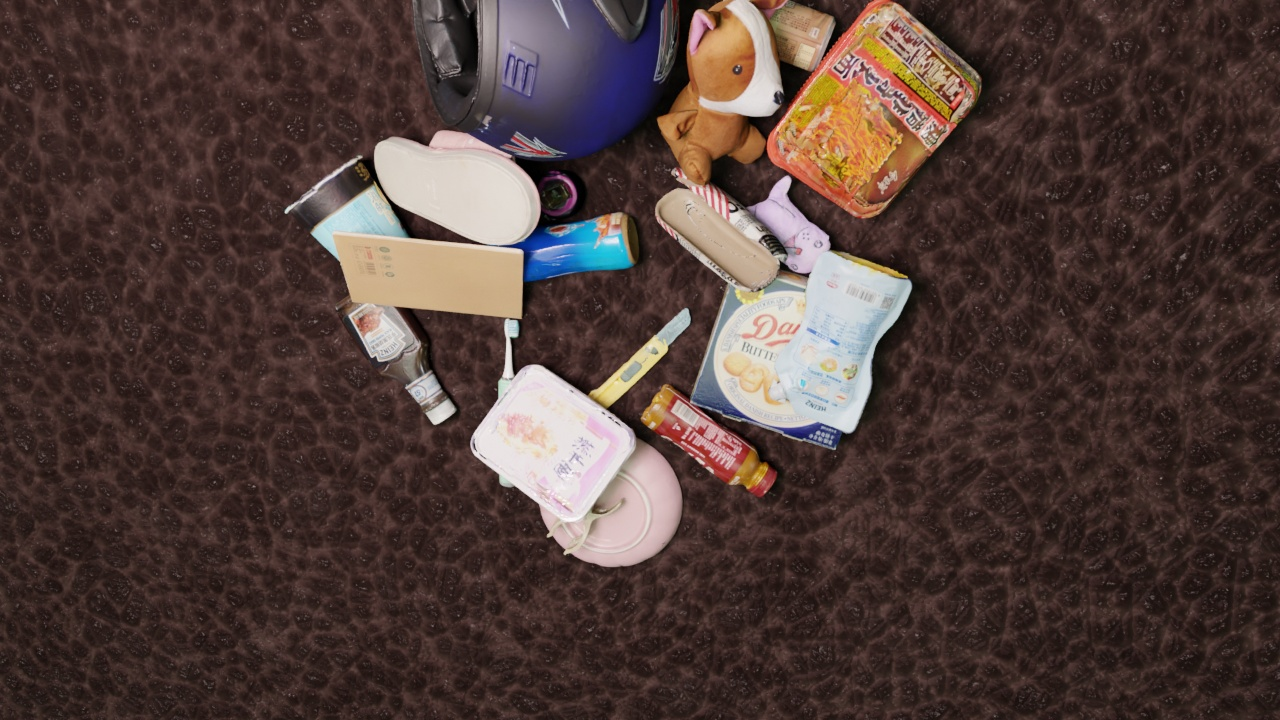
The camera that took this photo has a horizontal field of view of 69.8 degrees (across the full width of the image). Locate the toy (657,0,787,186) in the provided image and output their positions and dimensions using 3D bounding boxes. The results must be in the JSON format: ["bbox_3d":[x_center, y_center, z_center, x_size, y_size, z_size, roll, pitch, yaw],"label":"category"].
[{"bbox_3d":[0.089,-0.275,0.929,0.130,0.139,0.200,40,143,25],"label":"toy"}]

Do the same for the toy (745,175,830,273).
[{"bbox_3d":[0.168,-0.146,1.027,0.108,0.038,0.084,48,128,-5],"label":"toy"}]

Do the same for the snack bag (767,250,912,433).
[{"bbox_3d":[0.217,-0.019,1.014,0.110,0.038,0.191,17,111,-2],"label":"snack bag"}]

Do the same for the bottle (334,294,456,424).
[{"bbox_3d":[-0.302,-0.007,1.163,0.080,0.044,0.195,-30,101,15],"label":"bottle"}]

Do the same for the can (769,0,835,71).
[{"bbox_3d":[0.140,-0.349,0.959,0.116,0.058,0.059,22,110,3],"label":"can"}]

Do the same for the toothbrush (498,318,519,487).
[{"bbox_3d":[-0.167,0.055,1.166,0.027,0.026,0.225,6,108,11],"label":"toothbrush"}]

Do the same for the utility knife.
[{"bbox_3d":[-0.007,0.007,1.128,0.031,0.021,0.199,43,106,-9],"label":"utility knife"}]

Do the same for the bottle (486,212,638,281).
[{"bbox_3d":[-0.114,-0.127,1.075,0.219,0.065,0.065,-7,106,12],"label":"bottle"}]

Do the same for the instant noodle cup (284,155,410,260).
[{"bbox_3d":[-0.338,-0.163,1.095,0.111,0.111,0.120,-32,108,18],"label":"instant noodle cup"}]

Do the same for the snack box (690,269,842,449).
[{"bbox_3d":[0.170,-0.007,1.070,0.178,0.045,0.183,18,110,4],"label":"snack box"}]

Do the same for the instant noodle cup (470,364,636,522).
[{"bbox_3d":[-0.102,0.103,1.121,0.173,0.060,0.138,34,82,13],"label":"instant noodle cup"}]

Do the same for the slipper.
[{"bbox_3d":[-0.202,-0.200,1.031,0.275,0.054,0.114,19,128,38],"label":"slipper"}]

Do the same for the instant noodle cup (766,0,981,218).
[{"bbox_3d":[0.231,-0.256,0.942,0.164,0.079,0.189,29,112,-26],"label":"instant noodle cup"}]

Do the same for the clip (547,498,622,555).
[{"bbox_3d":[-0.080,0.189,1.145,0.081,0.034,0.105,32,106,-1],"label":"clip"}]

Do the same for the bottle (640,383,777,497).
[{"bbox_3d":[0.085,0.100,1.114,0.175,0.057,0.058,36,110,-1],"label":"bottle"}]

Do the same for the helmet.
[{"bbox_3d":[-0.086,-0.358,0.907,0.239,0.248,0.315,-9,89,-31],"label":"helmet"}]

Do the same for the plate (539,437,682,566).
[{"bbox_3d":[-0.043,0.185,1.176,0.192,0.039,0.192,3,108,10],"label":"plate"}]

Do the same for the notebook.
[{"bbox_3d":[-0.240,-0.096,1.066,0.207,0.008,0.148,5,153,-5],"label":"notebook"}]

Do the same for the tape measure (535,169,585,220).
[{"bbox_3d":[-0.094,-0.192,1.065,0.058,0.039,0.057,-28,100,17],"label":"tape measure"}]

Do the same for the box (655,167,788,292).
[{"bbox_3d":[0.085,-0.139,1.017,0.163,0.076,0.087,40,111,17],"label":"box"}]
